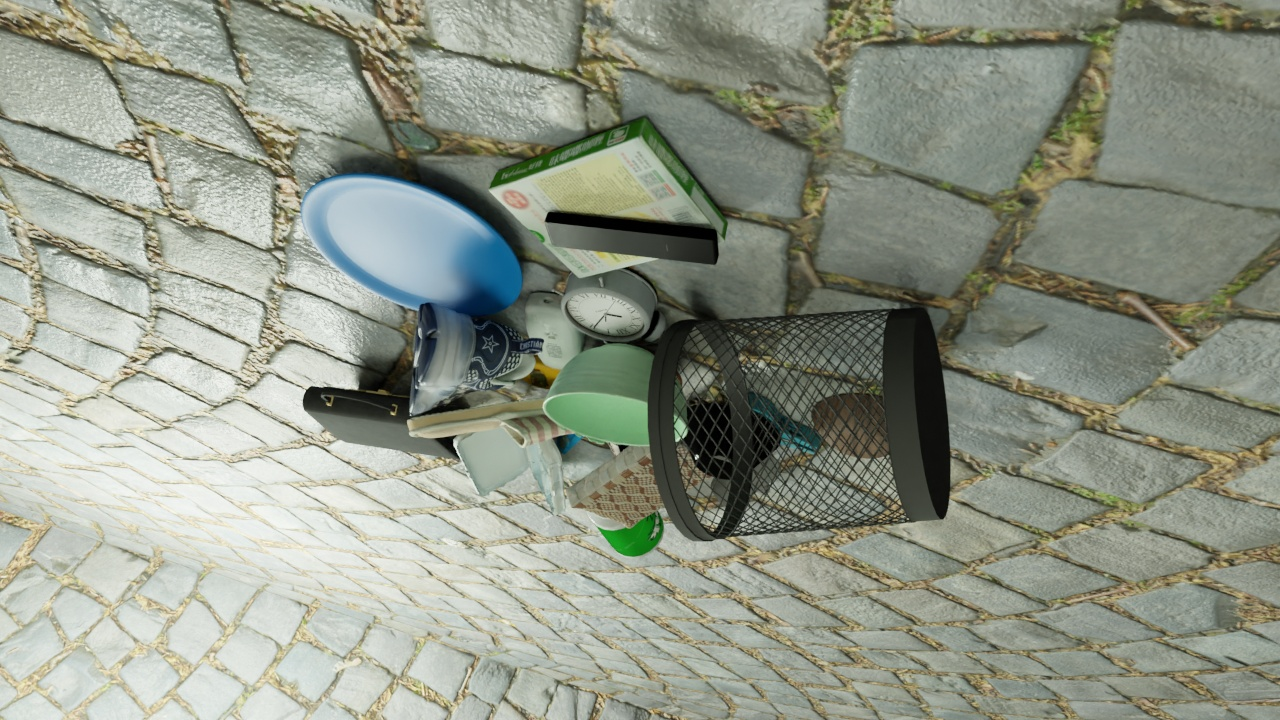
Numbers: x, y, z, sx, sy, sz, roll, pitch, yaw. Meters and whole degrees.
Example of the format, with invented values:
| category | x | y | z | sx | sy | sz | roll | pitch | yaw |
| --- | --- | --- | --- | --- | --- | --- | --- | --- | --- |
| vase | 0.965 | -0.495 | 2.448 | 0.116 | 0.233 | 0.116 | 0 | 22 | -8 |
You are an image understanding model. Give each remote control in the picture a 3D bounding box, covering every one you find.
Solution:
| category | x | y | z | sx | sy | sz | roll | pitch | yaw |
| --- | --- | --- | --- | --- | --- | --- | --- | --- | --- |
| remote control | -0.008 | -0.105 | 0.787 | 0.150 | 0.013 | 0.034 | 8 | 151 | 14 |
| remote control | -0.091 | -0.030 | 0.995 | 0.060 | 0.028 | 0.114 | 7 | 147 | 12 |

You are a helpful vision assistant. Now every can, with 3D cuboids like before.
| category | x | y | z | sx | sy | sz | roll | pitch | yaw |
| --- | --- | --- | --- | --- | --- | --- | --- | --- | --- |
| can | -0.021 | 0.228 | 1.343 | 0.088 | 0.087 | 0.140 | 3 | 148 | 20 |

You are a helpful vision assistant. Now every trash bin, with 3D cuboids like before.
| category | x | y | z | sx | sy | sz | roll | pitch | yaw |
| --- | --- | --- | --- | --- | --- | --- | --- | --- | --- |
| trash bin | 0.156 | 0.057 | 0.856 | 0.228 | 0.217 | 0.218 | -6 | 145 | 25 |

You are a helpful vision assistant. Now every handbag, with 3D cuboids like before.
| category | x | y | z | sx | sy | sz | roll | pitch | yaw |
| --- | --- | --- | --- | --- | --- | --- | --- | --- | --- |
| handbag | 0.008 | 0.150 | 1.187 | 0.186 | 0.047 | 0.124 | -36 | 136 | 28 |
| handbag | -0.339 | 0.065 | 1.169 | 0.176 | 0.072 | 0.196 | 7 | 167 | 14 |

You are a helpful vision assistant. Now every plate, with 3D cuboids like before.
| category | x | y | z | sx | sy | sz | roll | pitch | yaw |
| --- | --- | --- | --- | --- | --- | --- | --- | --- | --- |
| plate | -0.223 | -0.115 | 0.912 | 0.224 | 0.024 | 0.225 | 11 | 151 | 6 |

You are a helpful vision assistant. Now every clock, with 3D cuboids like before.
| category | x | y | z | sx | sy | sz | roll | pitch | yaw |
| --- | --- | --- | --- | --- | --- | --- | --- | --- | --- |
| clock | -0.026 | -0.050 | 0.925 | 0.095 | 0.035 | 0.122 | -9 | 142 | 36 |

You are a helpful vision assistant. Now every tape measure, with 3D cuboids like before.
| category | x | y | z | sx | sy | sz | roll | pitch | yaw |
| --- | --- | --- | --- | --- | --- | --- | --- | --- | --- |
| tape measure | -0.116 | 0.011 | 1.075 | 0.068 | 0.030 | 0.059 | 10 | 148 | 9 |

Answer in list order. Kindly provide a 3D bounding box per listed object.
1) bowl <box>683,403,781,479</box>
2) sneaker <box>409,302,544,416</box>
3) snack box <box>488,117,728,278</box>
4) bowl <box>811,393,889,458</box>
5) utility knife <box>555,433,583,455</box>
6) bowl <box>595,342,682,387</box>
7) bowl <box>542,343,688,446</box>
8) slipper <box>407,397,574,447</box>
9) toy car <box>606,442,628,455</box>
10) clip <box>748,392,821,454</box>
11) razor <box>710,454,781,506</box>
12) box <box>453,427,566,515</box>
| category | x | y | z | sx | sy | sz | roll | pitch | yaw |
| --- | --- | --- | --- | --- | --- | --- | --- | --- | --- |
| bowl | 0.097 | 0.104 | 1.068 | 0.124 | 0.052 | 0.124 | 13 | 150 | 7 |
| sneaker | -0.187 | 0.006 | 1.027 | 0.132 | 0.103 | 0.270 | 3 | 168 | -16 |
| snack box | -0.028 | -0.133 | 0.792 | 0.168 | 0.027 | 0.132 | -9 | 142 | 36 |
| bowl | 0.249 | 0.081 | 1.028 | 0.119 | 0.032 | 0.119 | 11 | 150 | 6 |
| utility knife | -0.098 | 0.109 | 1.236 | 0.015 | 0.031 | 0.221 | -20 | 166 | -26 |
| bowl | -0.006 | 0.006 | 1.020 | 0.114 | 0.026 | 0.102 | 26 | 148 | -18 |
| bowl | -0.020 | 0.031 | 0.954 | 0.151 | 0.076 | 0.151 | 9 | 157 | 4 |
| slipper | -0.141 | 0.076 | 1.082 | 0.263 | 0.052 | 0.115 | -6 | 173 | -4 |
| toy car | -0.028 | 0.100 | 1.184 | 0.039 | 0.039 | 0.113 | 27 | 156 | 22 |
| clip | 0.147 | 0.069 | 1.064 | 0.122 | 0.033 | 0.120 | 4 | 145 | 19 |
| razor | 0.146 | 0.157 | 1.183 | 0.088 | 0.047 | 0.116 | -37 | 156 | 7 |
| box | -0.165 | 0.156 | 1.250 | 0.129 | 0.105 | 0.211 | -27 | 154 | -11 |
